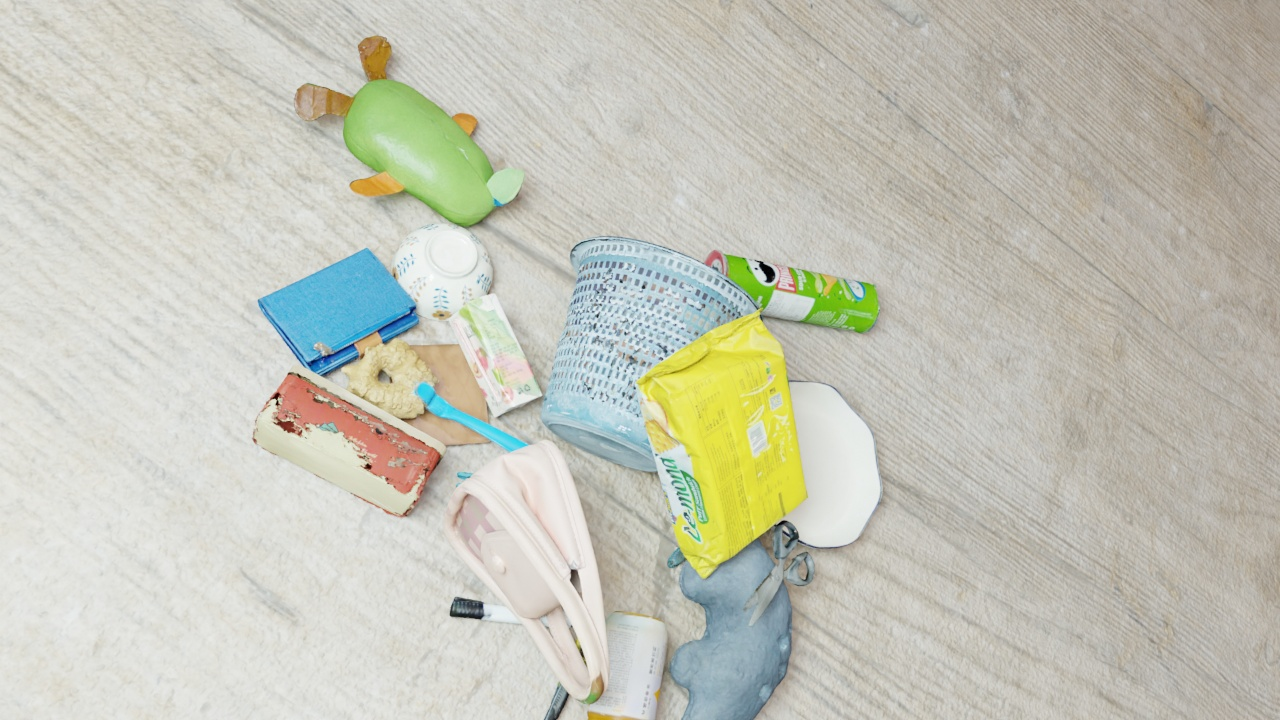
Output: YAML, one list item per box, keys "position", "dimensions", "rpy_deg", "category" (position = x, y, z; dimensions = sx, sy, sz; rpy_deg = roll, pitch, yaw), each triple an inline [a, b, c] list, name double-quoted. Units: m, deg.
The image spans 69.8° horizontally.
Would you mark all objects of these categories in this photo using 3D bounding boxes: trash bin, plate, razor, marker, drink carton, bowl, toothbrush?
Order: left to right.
- position: [-0.214, -0.106, 1.014]
  dimensions: [0.113, 0.062, 0.113]
  rpy_deg: [9, 67, -22]
  category: "bowl"
- position: [-0.158, -0.004, 0.982]
  dimensions: [0.045, 0.054, 0.122]
  rpy_deg: [-25, 89, -39]
  category: "drink carton"
- position: [-0.128, 0.256, 0.932]
  dimensions: [0.130, 0.018, 0.022]
  rpy_deg: [11, 56, -20]
  category: "marker"
- position: [-0.073, 0.329, 0.925]
  dimensions: [0.043, 0.022, 0.142]
  rpy_deg: [56, 52, -38]
  category: "razor"
- position: [-0.006, 0.006, 0.991]
  dimensions: [0.226, 0.227, 0.194]
  rpy_deg: [26, 74, -13]
  category: "trash bin"
- position: [0.094, 0.173, 1.064]
  dimensions: [0.016, 0.018, 0.191]
  rpy_deg: [49, 59, -1]
  category: "toothbrush"
- position: [0.199, 0.125, 1.105]
  dimensions: [0.204, 0.046, 0.204]
  rpy_deg: [10, 69, -26]
  category: "plate"

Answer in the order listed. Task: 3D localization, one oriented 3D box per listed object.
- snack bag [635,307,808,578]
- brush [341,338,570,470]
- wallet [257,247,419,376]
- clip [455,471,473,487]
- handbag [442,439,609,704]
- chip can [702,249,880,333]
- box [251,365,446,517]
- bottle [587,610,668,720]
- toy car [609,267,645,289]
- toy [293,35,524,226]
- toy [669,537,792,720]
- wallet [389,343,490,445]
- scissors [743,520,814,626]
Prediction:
- position: [0.093, 0.083, 0.928]
  dimensions: [0.157, 0.068, 0.247]
  rpy_deg: [-30, 120, -28]
  category: "snack bag"
- position: [-0.186, 0.060, 0.946]
  dimensions: [0.254, 0.046, 0.083]
  rpy_deg: [30, 62, -8]
  category: "brush"
- position: [-0.313, -0.051, 0.962]
  dimensions: [0.132, 0.040, 0.106]
  rpy_deg: [-34, 77, -31]
  category: "wallet"
- position: [-0.167, 0.129, 0.968]
  dimensions: [0.056, 0.014, 0.041]
  rpy_deg: [14, 64, -20]
  category: "clip"
- position: [-0.091, 0.208, 0.860]
  dimensions: [0.093, 0.194, 0.234]
  rpy_deg: [-24, 77, -27]
  category: "handbag"
- position: [0.194, -0.085, 1.182]
  dimensions: [0.235, 0.072, 0.072]
  rpy_deg: [9, 66, -22]
  category: "chip can"
- position: [-0.285, 0.087, 0.887]
  dimensions: [0.168, 0.092, 0.079]
  rpy_deg: [30, 57, -10]
  category: "box"
- position: [-0.018, 0.349, 0.911]
  dimensions: [0.068, 0.068, 0.189]
  rpy_deg: [17, 69, -17]
  category: "bottle"
- position: [0.016, -0.094, 1.128]
  dimensions: [0.120, 0.037, 0.054]
  rpy_deg: [36, 59, -11]
  category: "toy car"
- position: [-0.256, -0.244, 1.036]
  dimensions: [0.246, 0.090, 0.226]
  rpy_deg: [43, 48, -7]
  category: "toy"
- position: [0.096, 0.284, 0.981]
  dimensions: [0.138, 0.092, 0.355]
  rpy_deg: [16, 65, -8]
  category: "toy"
- position: [-0.216, 0.037, 0.981]
  dimensions: [0.101, 0.020, 0.115]
  rpy_deg: [-1, 73, -25]
  category: "wallet"
- position: [0.139, 0.220, 0.963]
  dimensions: [0.172, 0.014, 0.145]
  rpy_deg: [26, 47, -44]
  category: "scissors"
